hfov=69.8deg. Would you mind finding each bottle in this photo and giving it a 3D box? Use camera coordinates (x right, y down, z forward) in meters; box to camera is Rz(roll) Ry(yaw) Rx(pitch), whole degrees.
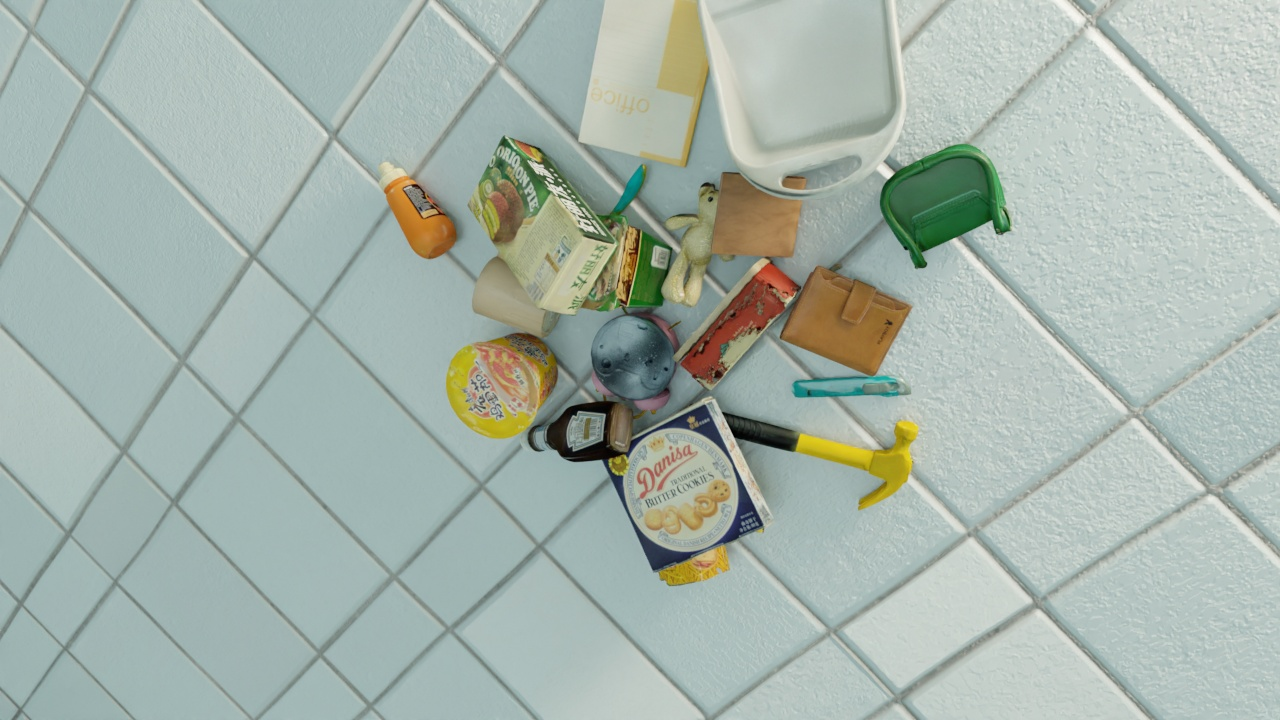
[{"bbox_3d":[-0.318,-0.214,1.278,0.067,0.066,0.149,-37,85,24],"label":"bottle"},{"bbox_3d":[-0.093,0.102,1.274,0.195,0.044,0.079,-11,65,43],"label":"bottle"}]

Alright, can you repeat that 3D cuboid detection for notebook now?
[{"bbox_3d":[0.010,-0.357,1.137,0.146,0.010,0.206,16,109,7],"label":"notebook"}]

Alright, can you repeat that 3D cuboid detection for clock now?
[{"bbox_3d":[-0.007,0.007,1.240,0.117,0.059,0.159,19,110,11],"label":"clock"}]

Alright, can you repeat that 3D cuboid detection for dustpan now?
[{"bbox_3d":[0.184,-0.320,1.026,0.223,0.142,0.258,-11,108,21],"label":"dustpan"}]

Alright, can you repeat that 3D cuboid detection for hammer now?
[{"bbox_3d":[0.206,0.109,1.215,0.301,0.032,0.129,14,109,14],"label":"hammer"}]

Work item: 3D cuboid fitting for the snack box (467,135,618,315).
[{"bbox_3d":[-0.129,-0.172,1.156,0.115,0.063,0.240,-57,48,23],"label":"snack box"}]

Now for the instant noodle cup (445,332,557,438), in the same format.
[{"bbox_3d":[-0.184,0.027,1.278,0.138,0.109,0.138,6,108,17],"label":"instant noodle cup"}]

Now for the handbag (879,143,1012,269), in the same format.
[{"bbox_3d":[0.349,-0.179,1.056,0.132,0.067,0.120,-26,98,24],"label":"handbag"}]

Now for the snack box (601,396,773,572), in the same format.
[{"bbox_3d":[0.058,0.168,1.222,0.178,0.045,0.182,-29,83,27],"label":"snack box"}]

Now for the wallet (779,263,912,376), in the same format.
[{"bbox_3d":[0.256,-0.055,1.138,0.130,0.035,0.119,22,114,-4],"label":"wallet"}]

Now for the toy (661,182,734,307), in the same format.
[{"bbox_3d":[0.075,-0.141,1.148,0.105,0.066,0.157,23,91,-19],"label":"toy"}]

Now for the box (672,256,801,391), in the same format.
[{"bbox_3d":[0.128,-0.041,1.162,0.080,0.091,0.169,42,115,5],"label":"box"}]

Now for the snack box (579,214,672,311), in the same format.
[{"bbox_3d":[-0.024,-0.117,1.160,0.118,0.105,0.118,12,94,47],"label":"snack box"}]

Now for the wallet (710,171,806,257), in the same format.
[{"bbox_3d":[0.143,-0.178,1.121,0.115,0.020,0.101,1,110,-20],"label":"wallet"}]

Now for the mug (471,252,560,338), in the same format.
[{"bbox_3d":[-0.157,-0.103,1.253,0.103,0.084,0.124,22,86,9],"label":"mug"}]

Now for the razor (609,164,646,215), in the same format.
[{"bbox_3d":[-0.031,-0.204,1.198,0.133,0.028,0.043,-48,57,27],"label":"razor"}]

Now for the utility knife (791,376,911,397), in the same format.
[{"bbox_3d":[0.269,0.036,1.180,0.151,0.013,0.029,-3,104,19],"label":"utility knife"}]

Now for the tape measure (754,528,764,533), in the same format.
[{"bbox_3d":[0.144,0.206,1.267,0.060,0.028,0.057,6,109,17],"label":"tape measure"}]

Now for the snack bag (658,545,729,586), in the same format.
[{"bbox_3d":[0.051,0.205,1.287,0.129,0.073,0.208,-12,95,22],"label":"snack bag"}]
